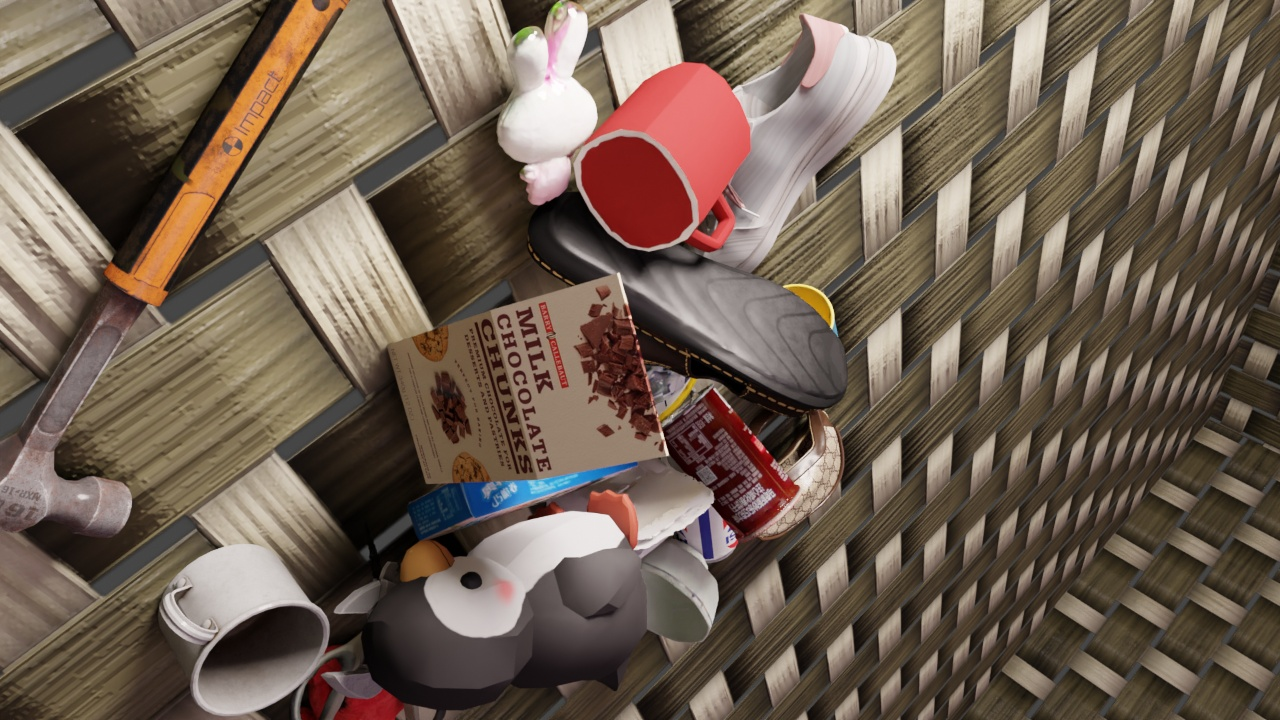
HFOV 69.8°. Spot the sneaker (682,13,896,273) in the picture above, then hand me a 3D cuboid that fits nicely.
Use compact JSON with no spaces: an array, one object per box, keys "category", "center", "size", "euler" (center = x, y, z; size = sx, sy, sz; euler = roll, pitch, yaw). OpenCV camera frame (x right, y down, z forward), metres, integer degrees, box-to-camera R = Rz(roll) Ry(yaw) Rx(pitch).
[{"category":"sneaker","center":[0.080,-0.152,0.683],"size":[0.089,0.099,0.237],"euler":[26,118,-20]}]

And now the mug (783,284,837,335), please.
[{"category":"mug","center":[0.158,-0.011,0.888],"size":[0.078,0.078,0.121],"euler":[-51,148,-6]}]

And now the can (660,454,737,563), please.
[{"category":"can","center":[0.060,0.132,0.887],"size":[0.070,0.070,0.132],"euler":[-35,138,-25]}]

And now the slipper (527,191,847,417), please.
[{"category":"slipper","center":[0.035,-0.031,0.659],"size":[0.267,0.112,0.076],"euler":[26,140,-18]}]

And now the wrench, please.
[{"category":"wrench","center":[-0.135,0.179,0.692],"size":[0.273,0.018,0.083],"euler":[1,88,-64]}]

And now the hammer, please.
[{"category":"hammer","center":[-0.245,-0.059,0.441],"size":[0.314,0.035,0.137],"euler":[-57,143,2]}]

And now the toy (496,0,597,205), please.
[{"category":"toy","center":[-0.059,-0.155,0.568],"size":[0.079,0.038,0.123],"euler":[-38,142,-45]}]

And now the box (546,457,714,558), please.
[{"category":"box","center":[0.001,0.132,0.773],"size":[0.107,0.132,0.152],"euler":[-35,139,-28]}]

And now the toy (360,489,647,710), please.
[{"category":"toy","center":[-0.091,0.177,0.606],"size":[0.183,0.159,0.140],"euler":[-8,81,-47]}]

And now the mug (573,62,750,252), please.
[{"category":"mug","center":[0.025,-0.121,0.607],"size":[0.116,0.081,0.096],"euler":[56,44,-24]}]

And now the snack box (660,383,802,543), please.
[{"category":"snack box","center":[0.073,0.088,0.788],"size":[0.072,0.121,0.072],"euler":[-40,179,-1]}]

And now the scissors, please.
[{"category":"scissors","center":[-0.183,0.199,0.644],"size":[0.157,0.013,0.171],"euler":[-36,110,-52]}]

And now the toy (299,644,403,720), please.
[{"category":"toy","center":[-0.203,0.270,0.700],"size":[0.093,0.088,0.133],"euler":[-20,132,-51]}]

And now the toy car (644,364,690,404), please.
[{"category":"toy car","center":[0.016,0.013,0.697],"size":[0.089,0.027,0.039],"euler":[-36,144,-36]}]

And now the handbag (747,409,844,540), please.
[{"category":"handbag","center":[0.144,0.112,0.986],"size":[0.166,0.063,0.138],"euler":[-30,120,-24]}]

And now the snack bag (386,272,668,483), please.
[{"category":"snack bag","center":[-0.062,0.015,0.536],"size":[0.069,0.207,0.094],"euler":[-18,94,-39]}]

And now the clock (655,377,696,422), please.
[{"category":"clock","center":[-0.004,0.004,0.737],"size":[0.151,0.052,0.114],"euler":[-15,127,-46]}]

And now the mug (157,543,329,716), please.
[{"category":"mug","center":[-0.254,0.159,0.563],"size":[0.084,0.070,0.113],"euler":[-47,142,-11]}]

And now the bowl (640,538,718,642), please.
[{"category":"bowl","center":[0.027,0.213,0.888],"size":[0.061,0.117,0.118],"euler":[-52,147,-36]}]

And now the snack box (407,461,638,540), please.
[{"category":"snack box","center":[-0.086,0.092,0.688],"size":[0.153,0.033,0.088],"euler":[-12,169,-42]}]
